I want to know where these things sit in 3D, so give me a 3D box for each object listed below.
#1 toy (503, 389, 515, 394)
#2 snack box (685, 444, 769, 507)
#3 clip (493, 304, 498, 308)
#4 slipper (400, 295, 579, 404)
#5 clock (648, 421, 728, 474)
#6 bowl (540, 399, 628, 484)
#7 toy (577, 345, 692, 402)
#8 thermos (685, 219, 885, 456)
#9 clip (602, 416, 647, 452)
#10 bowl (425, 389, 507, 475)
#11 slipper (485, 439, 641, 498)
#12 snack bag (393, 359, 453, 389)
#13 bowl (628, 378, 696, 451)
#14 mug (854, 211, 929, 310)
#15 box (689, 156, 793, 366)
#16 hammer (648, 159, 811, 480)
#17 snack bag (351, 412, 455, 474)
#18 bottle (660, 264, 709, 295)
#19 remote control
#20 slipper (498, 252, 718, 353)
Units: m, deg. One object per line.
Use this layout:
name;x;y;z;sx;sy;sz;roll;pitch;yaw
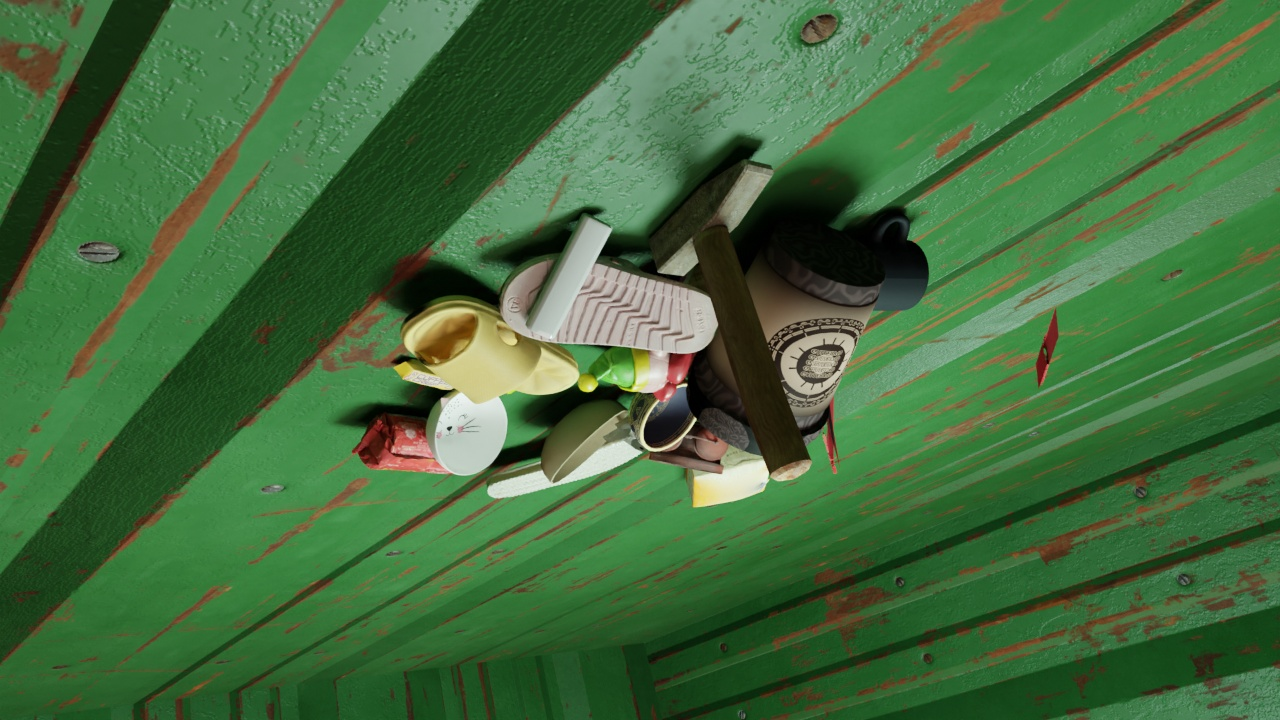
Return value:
toy;-0.174;0.012;1.120;0.094;0.036;0.094;-34;144;29
snack box;0.161;0.206;1.683;0.145;0.080;0.195;-13;156;-3
clip;-0.144;-0.038;1.040;0.163;0.028;0.112;-22;156;19
slipper;-0.157;0.007;1.001;0.100;0.078;0.263;-23;155;24
clock;0.076;0.130;1.422;0.120;0.072;0.158;11;172;8
bowl;-0.089;0.106;1.312;0.152;0.050;0.152;-43;170;-10
toy;-0.007;0.007;1.150;0.131;0.096;0.124;18;144;-13
thermos;0.164;-0.028;1.027;0.172;0.172;0.227;-1;130;-30
clip;-0.009;0.101;1.333;0.056;0.056;0.101;14;-163;22
bowl;-0.232;0.086;1.181;0.051;0.114;0.114;12;178;41
slipper;-0.117;0.151;1.435;0.263;0.052;0.115;-18;154;-3
snack bag;-0.251;0.017;1.102;0.026;0.020;0.099;-29;153;26
bowl;0.025;0.066;1.307;0.112;0.061;0.113;-27;137;-29
mug;0.277;-0.116;1.067;0.094;0.085;0.122;-2;125;-28
box;0.157;-0.079;1.340;0.198;0.350;0.217;-16;158;11
hammer;0.099;-0.032;0.857;0.037;0.300;0.158;3;150;-36
snack bag;-0.287;0.113;1.218;0.083;0.082;0.176;-32;151;34
bottle;0.005;-0.059;1.039;0.166;0.059;0.060;-17;156;4
remote control;-0.071;-0.082;0.908;0.033;0.012;0.131;24;105;-22
slipper;-0.033;-0.064;0.974;0.239;0.064;0.094;9;109;-21
